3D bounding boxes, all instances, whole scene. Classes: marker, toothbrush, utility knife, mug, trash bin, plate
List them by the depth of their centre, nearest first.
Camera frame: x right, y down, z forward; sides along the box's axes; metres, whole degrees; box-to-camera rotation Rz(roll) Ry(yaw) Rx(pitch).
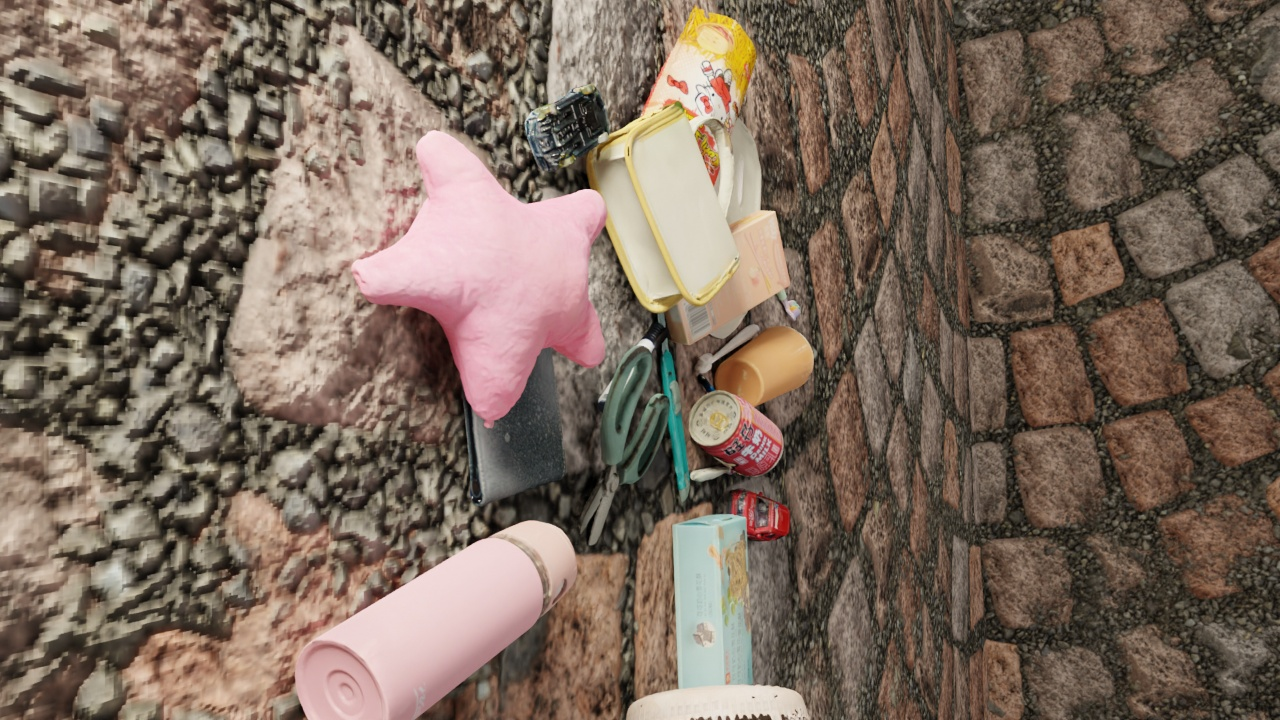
[{"bbox_3d":[0.068,0.370,0.736,0.227,0.228,0.191,40,40,-54],"label":"trash bin"},{"bbox_3d":[-0.005,0.005,0.815,0.130,0.023,0.018,-57,135,-50],"label":"marker"},{"bbox_3d":[0.031,0.035,0.886,0.029,0.013,0.209,-28,111,-66],"label":"utility knife"},{"bbox_3d":[0.096,0.122,0.998,0.187,0.016,0.017,3,94,-62],"label":"toothbrush"},{"bbox_3d":[0.107,0.075,1.007,0.189,0.014,0.016,51,50,-38],"label":"toothbrush"},{"bbox_3d":[0.096,-0.157,1.008,0.162,0.034,0.265,34,58,-56],"label":"plate"},{"bbox_3d":[0.100,-0.018,1.018,0.179,0.016,0.016,-31,143,-59],"label":"toothbrush"},{"bbox_3d":[0.135,0.011,1.027,0.122,0.078,0.078,-23,107,-55],"label":"mug"},{"bbox_3d":[0.169,-0.111,1.148,0.189,0.021,0.029,54,34,-50],"label":"toothbrush"}]

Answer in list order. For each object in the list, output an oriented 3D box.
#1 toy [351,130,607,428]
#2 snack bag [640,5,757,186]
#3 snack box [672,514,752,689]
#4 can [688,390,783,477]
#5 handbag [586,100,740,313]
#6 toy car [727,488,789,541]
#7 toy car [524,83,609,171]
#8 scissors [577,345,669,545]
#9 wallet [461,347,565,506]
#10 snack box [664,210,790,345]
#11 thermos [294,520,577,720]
[{"bbox_3d":[-0.096,-0.046,0.588,0.194,0.075,0.178,10,81,-45],"label":"toy"},{"bbox_3d":[0.053,-0.246,0.916,0.128,0.073,0.207,47,52,-42],"label":"snack bag"},{"bbox_3d":[0.071,0.241,0.899,0.074,0.052,0.175,4,83,-63],"label":"snack box"},{"bbox_3d":[0.098,0.075,0.945,0.093,0.067,0.066,37,55,-46],"label":"can"},{"bbox_3d":[0.038,-0.147,0.835,0.178,0.063,0.163,-43,118,-44],"label":"handbag"},{"bbox_3d":[0.133,0.175,1.033,0.120,0.045,0.053,25,63,-56],"label":"toy car"},{"bbox_3d":[-0.058,-0.184,0.725,0.105,0.031,0.049,-49,129,-51],"label":"toy car"},{"bbox_3d":[-0.010,0.080,0.787,0.169,0.019,0.177,35,68,-67],"label":"scissors"},{"bbox_3d":[-0.091,0.035,0.654,0.097,0.019,0.121,-8,93,-61],"label":"wallet"},{"bbox_3d":[0.084,-0.085,0.923,0.156,0.026,0.084,-30,116,-33],"label":"snack box"},{"bbox_3d":[-0.113,0.162,0.557,0.198,0.067,0.087,-23,138,-62],"label":"thermos"}]
